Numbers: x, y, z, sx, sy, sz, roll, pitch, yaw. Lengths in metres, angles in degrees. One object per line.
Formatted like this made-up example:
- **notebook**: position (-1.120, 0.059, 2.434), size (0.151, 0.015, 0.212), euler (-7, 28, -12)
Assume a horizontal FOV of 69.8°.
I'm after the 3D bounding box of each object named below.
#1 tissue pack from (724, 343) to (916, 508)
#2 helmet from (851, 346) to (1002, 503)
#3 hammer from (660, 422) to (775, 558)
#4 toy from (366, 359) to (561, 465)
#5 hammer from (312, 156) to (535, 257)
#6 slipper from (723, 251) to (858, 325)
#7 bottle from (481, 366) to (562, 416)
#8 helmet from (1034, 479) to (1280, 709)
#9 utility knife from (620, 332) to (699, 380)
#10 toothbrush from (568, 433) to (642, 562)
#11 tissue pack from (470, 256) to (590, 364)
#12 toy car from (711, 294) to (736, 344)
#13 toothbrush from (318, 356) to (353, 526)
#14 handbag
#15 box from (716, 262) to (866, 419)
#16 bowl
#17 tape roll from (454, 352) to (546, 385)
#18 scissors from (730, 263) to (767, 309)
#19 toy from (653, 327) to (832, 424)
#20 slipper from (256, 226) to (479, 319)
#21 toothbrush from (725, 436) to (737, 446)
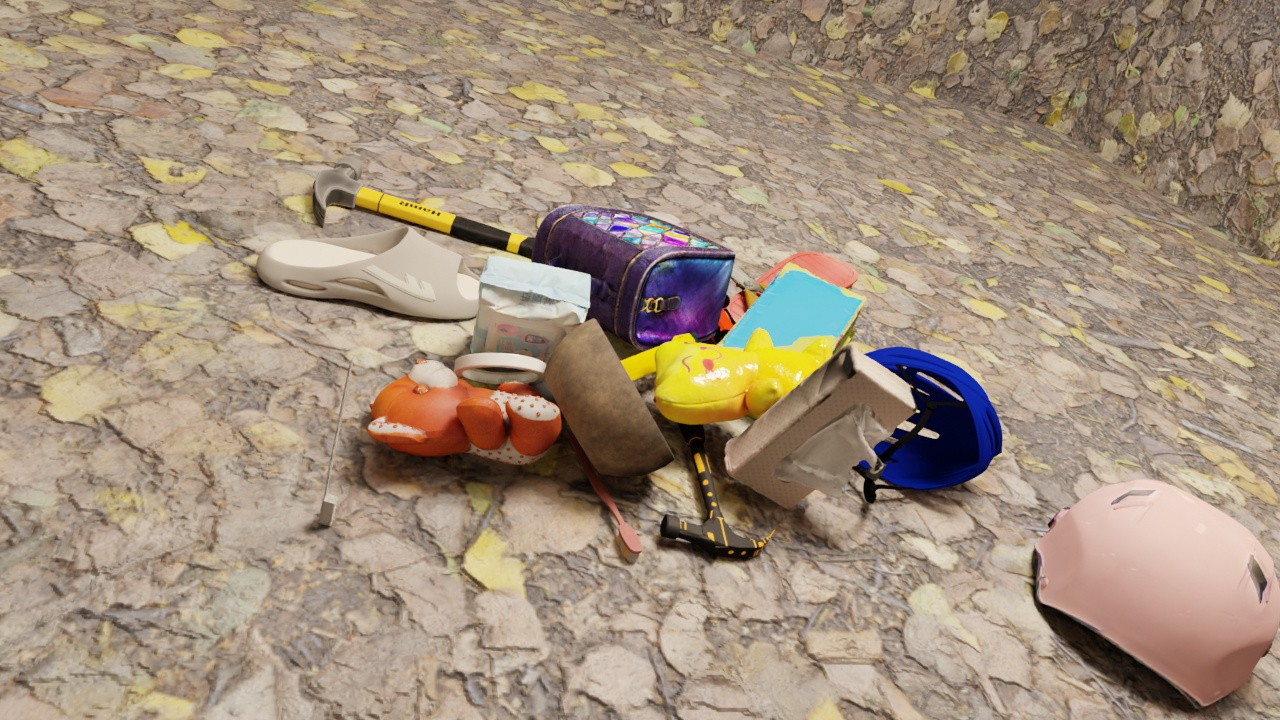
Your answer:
- **tissue pack**: position (0.179, 0.077, 0.902), size (0.104, 0.182, 0.071), euler (33, 29, -23)
- **helmet**: position (0.300, 0.084, 1.008), size (0.241, 0.148, 0.227), euler (24, 27, -2)
- **hammer**: position (0.062, 0.089, 0.989), size (0.123, 0.036, 0.320), euler (15, 31, -17)
- **toy**: position (-0.167, 0.048, 0.866), size (0.172, 0.093, 0.164), euler (4, 8, -17)
- **hammer**: position (-0.288, -0.194, 1.258), size (0.324, 0.034, 0.169), euler (16, 32, -7)
- **slipper**: position (0.214, -0.087, 1.331), size (0.248, 0.059, 0.103), euler (-28, 55, -31)
- **bottle**: position (-0.129, 0.023, 0.991), size (0.113, 0.030, 0.030), euler (26, 31, 11)
- **helmet**: position (0.543, 0.212, 0.950), size (0.254, 0.153, 0.230), euler (-8, 36, -47)
- **utility knife**: position (-0.006, 0.006, 1.031), size (0.218, 0.019, 0.030), euler (-21, 77, -44)
- **toothbrush**: position (-0.039, 0.127, 0.892), size (0.015, 0.016, 0.184), euler (1, 32, -28)
- **tissue pack**: position (-0.122, -0.042, 0.986), size (0.112, 0.182, 0.069), euler (9, 66, -10)
- **toy car**: position (0.101, -0.049, 1.216), size (0.051, 0.049, 0.100), euler (-4, 57, -47)
- **toothbrush**: position (-0.233, 0.067, 0.713), size (0.010, 0.182, 0.010), euler (17, 36, -9)
- **handbag**: position (-0.018, -0.105, 1.129), size (0.221, 0.126, 0.205), euler (-5, 27, -41)
- **box**: position (0.184, -0.022, 1.142), size (0.124, 0.082, 0.220), euler (27, 44, 15)
- **bowl**: position (-0.036, 0.045, 0.900), size (0.070, 0.162, 0.162), euler (-30, 43, -2)
- **tape roll**: position (-0.141, 0.010, 0.930), size (0.093, 0.093, 0.013), euler (6, 75, -21)
- **scissors**: position (0.152, -0.091, 1.273), size (0.228, 0.016, 0.133), euler (38, 53, 25)
- **toy**: position (0.110, 0.025, 0.981), size (0.194, 0.087, 0.134), euler (0, 29, 1)
- **slipper**: position (-0.304, -0.116, 1.071), size (0.265, 0.081, 0.112), euler (9, 29, -16)
- **toothbrush**: position (0.125, 0.089, 1.007), size (0.016, 0.022, 0.134), euler (29, 14, 25)
